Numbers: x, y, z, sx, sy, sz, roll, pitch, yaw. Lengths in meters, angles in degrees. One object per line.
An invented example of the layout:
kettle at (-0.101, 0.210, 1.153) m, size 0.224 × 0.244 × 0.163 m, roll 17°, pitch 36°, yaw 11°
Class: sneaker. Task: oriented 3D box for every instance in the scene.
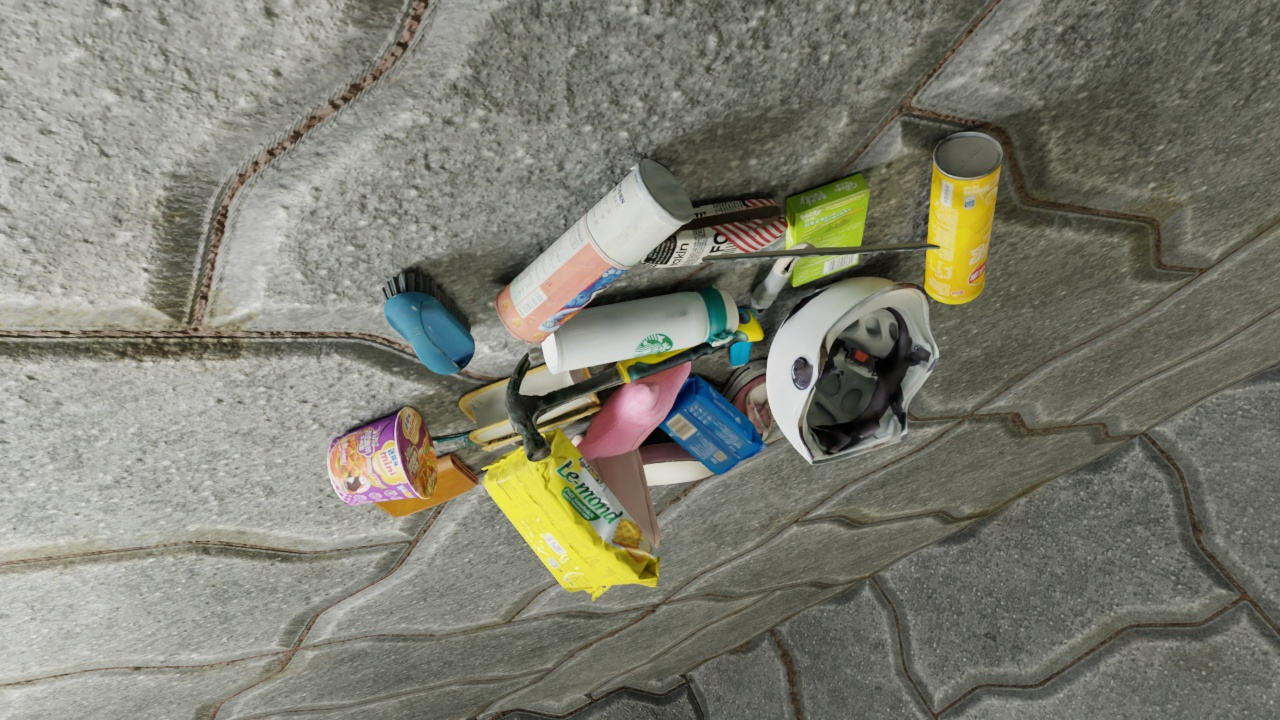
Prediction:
sneaker at (0.158, 0.094, 1.378) m, size 0.118 × 0.087 × 0.242 m, roll -11°, pitch 151°, yaw -19°

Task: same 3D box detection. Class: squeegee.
squeegee at (0.163, -0.098, 1.025) m, size 0.246 × 0.039 × 0.247 m, roll -4°, pitch 170°, yaw -9°

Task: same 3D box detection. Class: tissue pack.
tissue pack at (0.097, 0.093, 1.306) m, size 0.157 × 0.052 × 0.095 m, roll 41°, pitch 125°, yaw -13°

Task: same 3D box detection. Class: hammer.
hammer at (-0.006, 0.006, 1.086) m, size 0.322 × 0.126 × 0.032 m, roll -21°, pitch 153°, yaw -15°

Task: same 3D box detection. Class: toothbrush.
toothbrush at (-0.291, 0.112, 1.174) m, size 0.191 × 0.018 × 0.016 m, roll -8°, pitch 151°, yaw -25°

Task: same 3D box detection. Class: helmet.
helmet at (0.256, -0.001, 1.189) m, size 0.228 × 0.146 × 0.259 m, roll -13°, pitch 121°, yaw -30°

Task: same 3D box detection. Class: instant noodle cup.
instant noodle cup at (-0.308, 0.120, 1.089) m, size 0.099 × 0.111 × 0.111 m, roll -15°, pitch 154°, yaw 5°

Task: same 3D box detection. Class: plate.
plate at (0.033, 0.161, 1.437) m, size 0.192 × 0.039 × 0.193 m, roll -5°, pitch 162°, yaw -2°

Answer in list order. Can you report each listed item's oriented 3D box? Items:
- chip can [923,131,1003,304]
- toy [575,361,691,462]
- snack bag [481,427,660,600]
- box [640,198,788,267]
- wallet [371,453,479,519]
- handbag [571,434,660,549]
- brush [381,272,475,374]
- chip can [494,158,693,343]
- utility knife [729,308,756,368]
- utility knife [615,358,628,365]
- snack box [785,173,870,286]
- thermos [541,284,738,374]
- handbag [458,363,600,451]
chip can at (0.359, -0.154, 1.033) m, size 0.072 × 0.072 × 0.213 m, roll -21°, pitch 143°, yaw 0°
toy at (-0.004, 0.065, 1.218) m, size 0.195 × 0.074 × 0.178 m, roll -44°, pitch 173°, yaw 15°
snack bag at (-0.095, 0.205, 1.178) m, size 0.158 × 0.246 × 0.068 m, roll -28°, pitch -167°, yaw 48°
box at (0.077, -0.123, 0.942) m, size 0.164 × 0.064 × 0.074 m, roll -12°, pitch 137°, yaw -16°
wallet at (-0.300, 0.179, 1.276) m, size 0.131 × 0.035 × 0.119 m, roll -21°, pitch 154°, yaw 3°
handbag at (-0.082, 0.223, 1.362) m, size 0.093 × 0.193 × 0.235 m, roll 2°, pitch 156°, yaw -35°
brush at (-0.206, -0.027, 0.911) m, size 0.055 × 0.073 × 0.144 m, roll -18°, pitch 154°, yaw 6°
chip can at (-0.050, -0.100, 0.887) m, size 0.215 × 0.071 × 0.071 m, roll -37°, pitch 149°, yaw 30°
utility knife at (0.133, -0.024, 1.216) m, size 0.034 × 0.018 × 0.166 m, roll -6°, pitch 154°, yaw 0°
utility knife at (0.038, -0.019, 1.161) m, size 0.152 × 0.018 × 0.031 m, roll -26°, pitch 149°, yaw 6°
snack box at (0.208, -0.143, 1.034) m, size 0.086 × 0.026 × 0.156 m, roll -20°, pitch 154°, yaw -1°
thermos at (0.003, -0.035, 1.042) m, size 0.224 × 0.073 × 0.073 m, roll -11°, pitch 152°, yaw -18°
handbag at (-0.129, 0.074, 1.177) m, size 0.163 × 0.063 × 0.179 m, roll -20°, pitch 157°, yaw 2°
